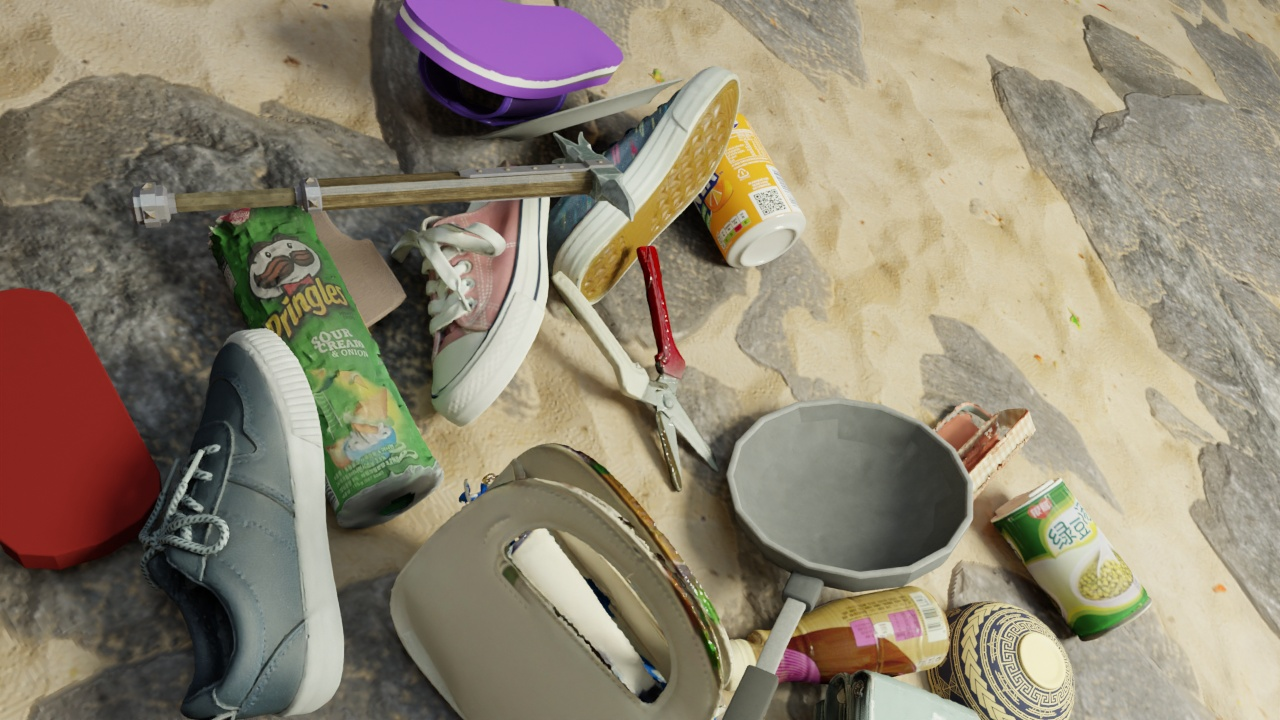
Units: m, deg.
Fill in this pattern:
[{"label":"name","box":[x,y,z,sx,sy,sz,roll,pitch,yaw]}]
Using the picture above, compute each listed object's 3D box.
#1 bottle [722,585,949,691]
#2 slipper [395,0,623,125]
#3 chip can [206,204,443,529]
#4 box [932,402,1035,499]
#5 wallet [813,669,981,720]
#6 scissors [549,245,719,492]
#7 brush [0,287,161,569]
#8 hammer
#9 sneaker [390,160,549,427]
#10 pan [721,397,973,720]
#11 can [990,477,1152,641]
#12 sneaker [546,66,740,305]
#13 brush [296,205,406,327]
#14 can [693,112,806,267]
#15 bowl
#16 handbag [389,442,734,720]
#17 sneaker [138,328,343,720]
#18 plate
[{"label":"bottle","box":[0.132,0.200,0.643,0.166,0.060,0.059,-5,62,-18]},{"label":"slipper","box":[-0.115,-0.252,0.807,0.107,0.084,0.265,45,31,7]},{"label":"chip can","box":[-0.208,0.001,0.602,0.075,0.076,0.223,-21,70,-33]},{"label":"box","box":[0.262,0.088,0.776,0.186,0.083,0.043,-31,106,-38]},{"label":"wallet","box":[0.178,0.271,0.613,0.131,0.054,0.100,26,57,-24]},{"label":"scissors","box":[0.001,-0.005,0.704,0.179,0.015,0.193,26,62,-27]},{"label":"brush","box":[-0.348,0.040,0.533,0.082,0.042,0.173,-26,73,-35]},{"label":"hammer","box":[-0.161,-0.111,0.607,0.316,0.028,0.147,-9,34,-22]},{"label":"sneaker","box":[-0.125,-0.067,0.667,0.087,0.119,0.240,30,44,-30]},{"label":"pan","box":[0.113,0.154,0.628,0.179,0.041,0.356,16,43,22]},{"label":"can","box":[0.355,0.163,0.762,0.067,0.067,0.121,-22,71,-34]},{"label":"sneaker","box":[-0.006,-0.154,0.763,0.079,0.087,0.235,33,78,22]},{"label":"brush","box":[-0.221,-0.078,0.678,0.050,0.015,0.135,-36,68,-4]},{"label":"can","box":[0.085,-0.160,0.834,0.079,0.079,0.142,-13,66,-31]},{"label":"bowl","box":[0.280,0.232,0.687,0.112,0.061,0.112,12,56,-18]},{"label":"handbag","box":[-0.034,0.139,0.515,0.200,0.200,0.092,46,40,6]},{"label":"sneaker","box":[-0.231,0.091,0.514,0.087,0.089,0.235,6,61,-46]},{"label":"plate","box":[-0.049,-0.203,0.759,0.178,0.179,0.012,-27,108,-35]}]
